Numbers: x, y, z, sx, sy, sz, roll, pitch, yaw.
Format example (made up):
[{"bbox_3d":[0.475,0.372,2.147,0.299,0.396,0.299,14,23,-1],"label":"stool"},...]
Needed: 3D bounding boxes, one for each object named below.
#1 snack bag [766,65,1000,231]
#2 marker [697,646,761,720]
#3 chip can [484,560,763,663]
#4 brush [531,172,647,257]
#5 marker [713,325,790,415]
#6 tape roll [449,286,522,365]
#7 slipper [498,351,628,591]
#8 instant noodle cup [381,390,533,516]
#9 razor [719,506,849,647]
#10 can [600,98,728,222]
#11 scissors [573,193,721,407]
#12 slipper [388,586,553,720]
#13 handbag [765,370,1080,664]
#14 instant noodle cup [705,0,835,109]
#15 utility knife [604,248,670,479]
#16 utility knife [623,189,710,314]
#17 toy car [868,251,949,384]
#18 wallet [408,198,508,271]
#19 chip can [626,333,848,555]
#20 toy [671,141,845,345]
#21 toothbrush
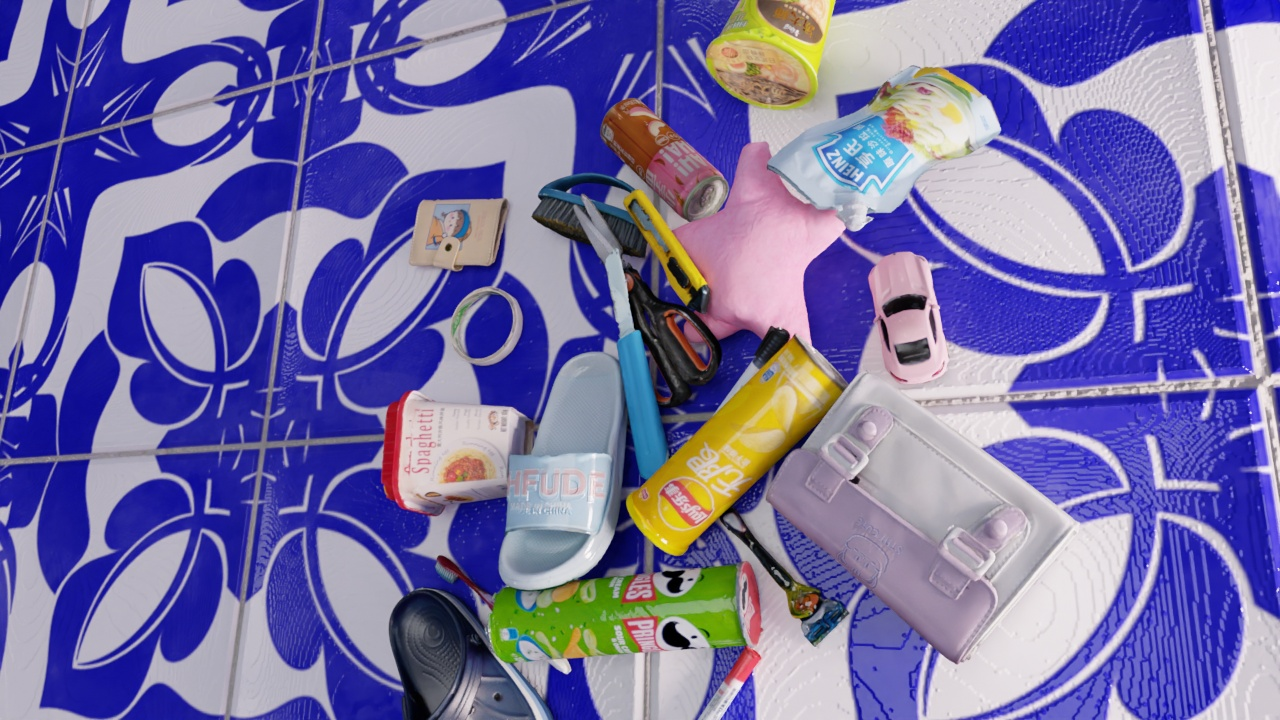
[{"bbox_3d":[0.214,-0.188,0.800,0.190,0.039,0.110,-34,72,-17],"label":"snack bag"},{"bbox_3d":[0.057,0.310,0.787,0.017,0.017,0.145,34,91,28],"label":"marker"},{"bbox_3d":[-0.016,0.224,0.805,0.236,0.072,0.072,-10,72,18],"label":"chip can"},{"bbox_3d":[-0.044,-0.155,0.941,0.144,0.055,0.073,22,87,28],"label":"brush"},{"bbox_3d":[0.092,0.023,0.825,0.022,0.018,0.131,37,116,9],"label":"marker"},{"bbox_3d":[-0.167,-0.037,0.988,0.086,0.014,0.085,-7,73,23],"label":"tape roll"},{"bbox_3d":[-0.069,0.093,0.851,0.104,0.074,0.244,-1,59,24],"label":"slipper"},{"bbox_3d":[-0.176,0.091,0.908,0.124,0.116,0.116,-4,73,12],"label":"instant noodle cup"},{"bbox_3d":[0.116,0.178,0.795,0.043,0.022,0.142,-45,62,5],"label":"razor"},{"bbox_3d":[0.022,-0.202,0.923,0.058,0.058,0.147,-45,62,7],"label":"can"},{"bbox_3d":[-0.014,-0.054,0.884,0.234,0.021,0.153,39,122,27],"label":"scissors"},{"bbox_3d":[-0.165,0.315,0.847,0.105,0.095,0.252,-44,59,11],"label":"slipper"},{"bbox_3d":[0.216,0.121,0.727,0.197,0.098,0.145,40,99,28],"label":"handbag"},{"bbox_3d":[0.135,-0.327,0.885,0.112,0.111,0.123,14,74,27],"label":"instant noodle cup"},{"bbox_3d":[-0.005,0.005,0.866,0.034,0.018,0.225,-12,88,30],"label":"utility knife"},{"bbox_3d":[0.022,-0.104,0.857,0.156,0.015,0.033,59,133,28],"label":"utility knife"},{"bbox_3d":[0.231,-0.038,0.795,0.056,0.037,0.122,-13,70,19],"label":"toy car"},{"bbox_3d":[-0.207,-0.141,1.032,0.115,0.024,0.087,4,73,24],"label":"wallet"},{"bbox_3d":[0.084,0.076,0.798,0.214,0.072,0.072,-45,62,13],"label":"chip can"},{"bbox_3d":[0.097,-0.102,0.840,0.179,0.074,0.195,18,103,27],"label":"toy"},{"bbox_3d":[-0.138,0.248,0.895,0.188,0.016,0.017,31,106,28],"label":"toothbrush"}]
